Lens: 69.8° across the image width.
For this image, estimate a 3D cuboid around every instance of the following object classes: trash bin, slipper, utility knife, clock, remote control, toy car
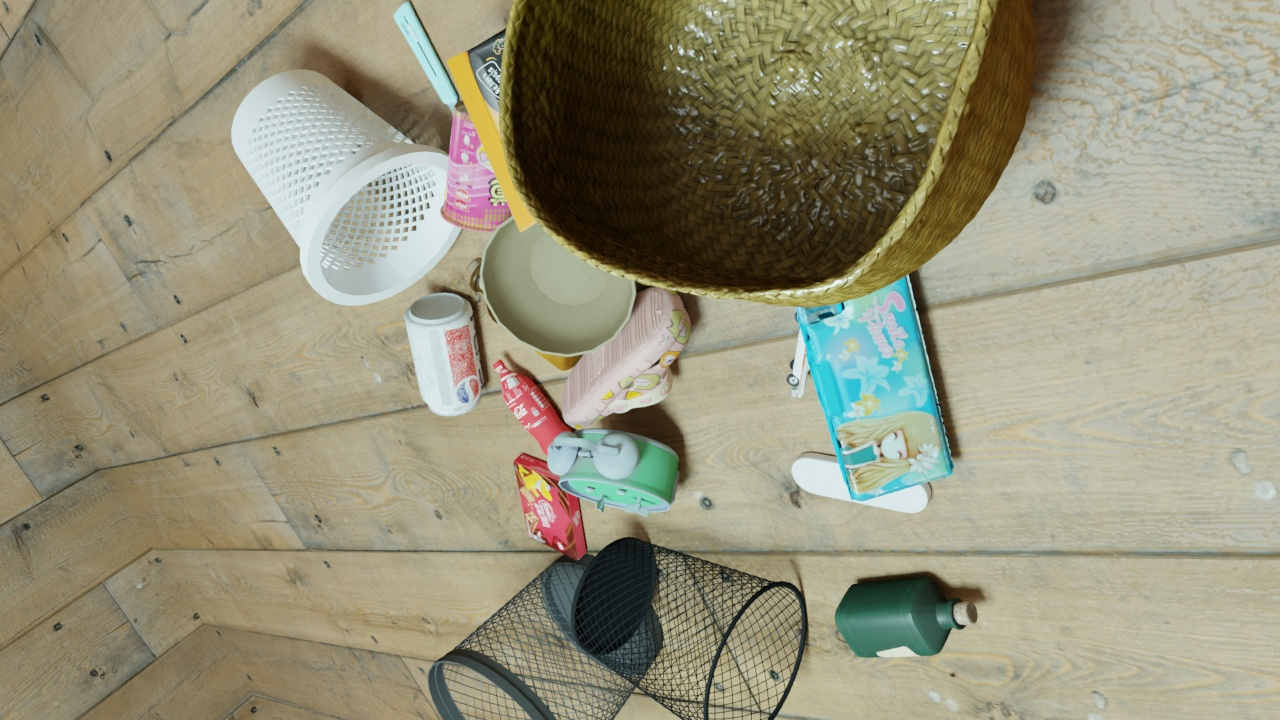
[{"bbox_3d":[-0.322,-0.197,0.979,0.199,0.195,0.196,44,138,20],"label":"trash bin"},{"bbox_3d":[0.046,0.298,1.022,0.210,0.183,0.184,15,128,39],"label":"trash bin"},{"bbox_3d":[-0.006,0.005,0.928,0.081,0.093,0.198,24,135,-27],"label":"slipper"},{"bbox_3d":[-0.210,-0.298,0.925,0.022,0.015,0.126,-24,105,14],"label":"utility knife"},{"bbox_3d":[-0.033,0.116,0.969,0.122,0.075,0.161,-1,156,33],"label":"clock"},{"bbox_3d":[0.206,0.115,0.868,0.137,0.013,0.043,7,123,37],"label":"remote control"},{"bbox_3d":[-0.111,0.391,1.173,0.218,0.226,0.218,22,131,27],"label":"trash bin"},{"bbox_3d":[0.153,-0.020,0.802,0.039,0.039,0.113,9,127,11],"label":"toy car"}]

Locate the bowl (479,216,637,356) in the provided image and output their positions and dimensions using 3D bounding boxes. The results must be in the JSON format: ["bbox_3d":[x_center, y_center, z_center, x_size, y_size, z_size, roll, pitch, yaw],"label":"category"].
[{"bbox_3d":[-0.075,-0.083,0.888,0.152,0.050,0.152,5,117,10],"label":"bowl"}]

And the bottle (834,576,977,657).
[{"bbox_3d":[0.259,0.246,0.881,0.132,0.061,0.061,-22,106,46],"label":"bottle"}]

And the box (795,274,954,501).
[{"bbox_3d":[0.190,0.008,0.757,0.094,0.041,0.227,-17,111,7],"label":"box"}]

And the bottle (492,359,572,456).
[{"bbox_3d":[-0.128,0.058,1.087,0.141,0.041,0.042,53,138,-3],"label":"bottle"}]

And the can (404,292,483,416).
[{"bbox_3d":[-0.234,-0.007,1.104,0.078,0.078,0.136,19,130,29],"label":"can"}]

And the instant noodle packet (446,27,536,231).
[{"bbox_3d":[-0.040,-0.224,0.747,0.221,0.032,0.160,-23,90,20],"label":"instant noodle packet"}]

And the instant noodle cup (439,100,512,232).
[{"bbox_3d":[-0.147,-0.193,0.894,0.098,0.097,0.109,23,124,27],"label":"instant noodle cup"}]

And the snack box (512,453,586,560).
[{"bbox_3d":[-0.117,0.189,1.186,0.089,0.021,0.133,16,128,32],"label":"snack box"}]

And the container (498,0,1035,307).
[{"bbox_3d":[0.087,-0.184,0.571,0.308,0.196,0.307,3,96,32],"label":"container"}]

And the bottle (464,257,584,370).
[{"bbox_3d":[-0.123,-0.058,0.982,0.157,0.067,0.068,35,136,15],"label":"bottle"}]
